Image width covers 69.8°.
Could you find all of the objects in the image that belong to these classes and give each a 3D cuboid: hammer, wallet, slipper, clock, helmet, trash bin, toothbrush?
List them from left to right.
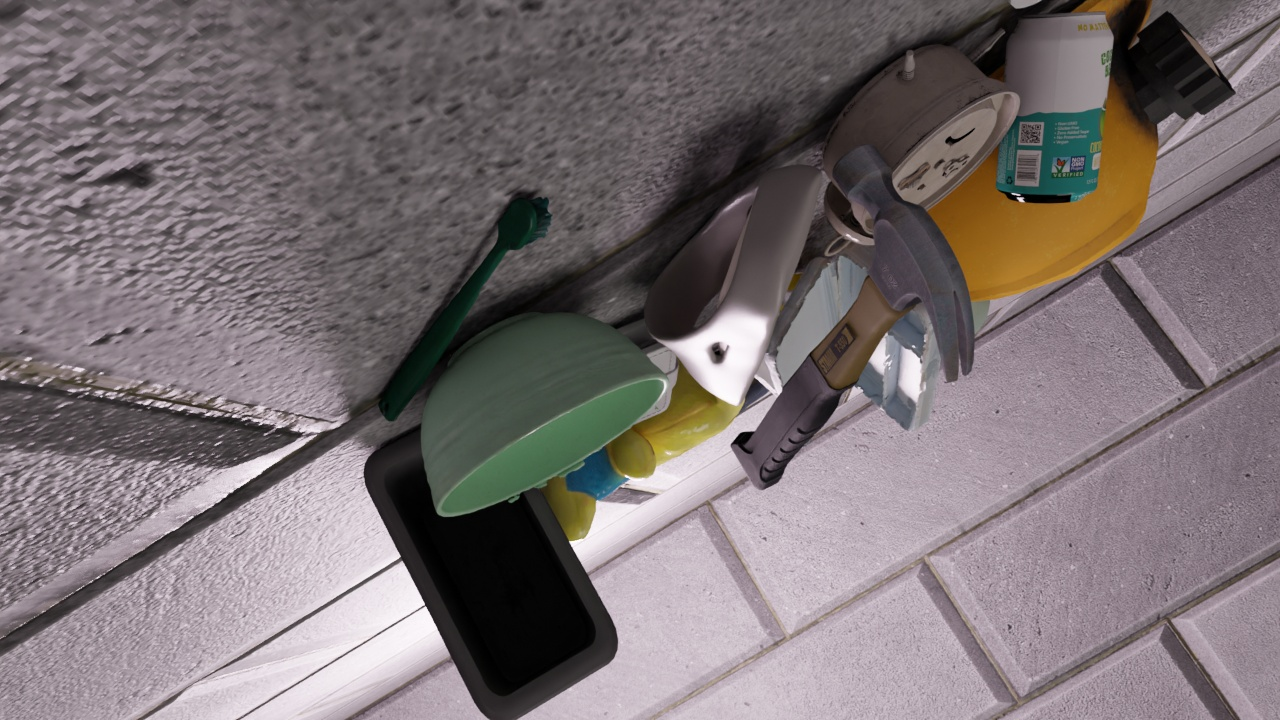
[{"bbox_3d":[-0.092,-0.019,0.457,0.017,0.016,0.190,-24,166,-44],"label":"toothbrush"},{"bbox_3d":[-0.106,0.154,0.685,0.097,0.191,0.220,-28,168,-13],"label":"trash bin"},{"bbox_3d":[-0.030,0.030,0.665,0.118,0.037,0.115,-23,148,-18],"label":"wallet"},{"bbox_3d":[0.045,-0.044,0.548,0.266,0.080,0.113,79,26,-80],"label":"slipper"},{"bbox_3d":[0.114,0.014,0.578,0.025,0.118,0.334,-23,160,-18],"label":"hammer"},{"bbox_3d":[0.143,-0.115,0.528,0.103,0.061,0.157,-23,157,-32],"label":"clock"},{"bbox_3d":[0.272,-0.120,0.641,0.204,0.131,0.256,-16,161,-50],"label":"helmet"}]

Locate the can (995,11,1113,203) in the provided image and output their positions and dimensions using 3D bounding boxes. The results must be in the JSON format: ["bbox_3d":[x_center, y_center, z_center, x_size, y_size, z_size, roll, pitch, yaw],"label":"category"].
[{"bbox_3d":[0.235,-0.143,0.523,0.055,0.102,0.055,-3,-161,1],"label":"can"}]

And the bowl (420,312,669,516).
[{"bbox_3d":[-0.065,0.022,0.532,0.151,0.077,0.151,-29,166,-8],"label":"bowl"}]

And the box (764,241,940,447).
[{"bbox_3d":[0.151,0.014,0.718,0.127,0.106,0.215,-36,149,-7],"label":"box"}]

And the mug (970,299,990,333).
[{"bbox_3d":[0.230,-0.065,0.787,0.103,0.111,0.084,2,144,-47],"label":"mug"}]

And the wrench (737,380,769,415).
[{"bbox_3d":[0.154,0.000,0.950,0.272,0.022,0.074,-36,175,-32],"label":"wrench"}]

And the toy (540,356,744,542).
[{"bbox_3d":[-0.003,0.058,0.773,0.213,0.084,0.149,-32,-171,-13],"label":"toy"}]

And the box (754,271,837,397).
[{"bbox_3d":[0.154,-0.014,0.828,0.117,0.057,0.210,-41,150,8],"label":"box"}]

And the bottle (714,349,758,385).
[{"bbox_3d":[0.116,-0.008,0.888,0.184,0.045,0.045,-30,167,-3],"label":"bottle"}]

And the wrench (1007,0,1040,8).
[{"bbox_3d":[0.269,-0.225,0.498,0.272,0.018,0.087,-19,162,-46],"label":"wrench"}]
